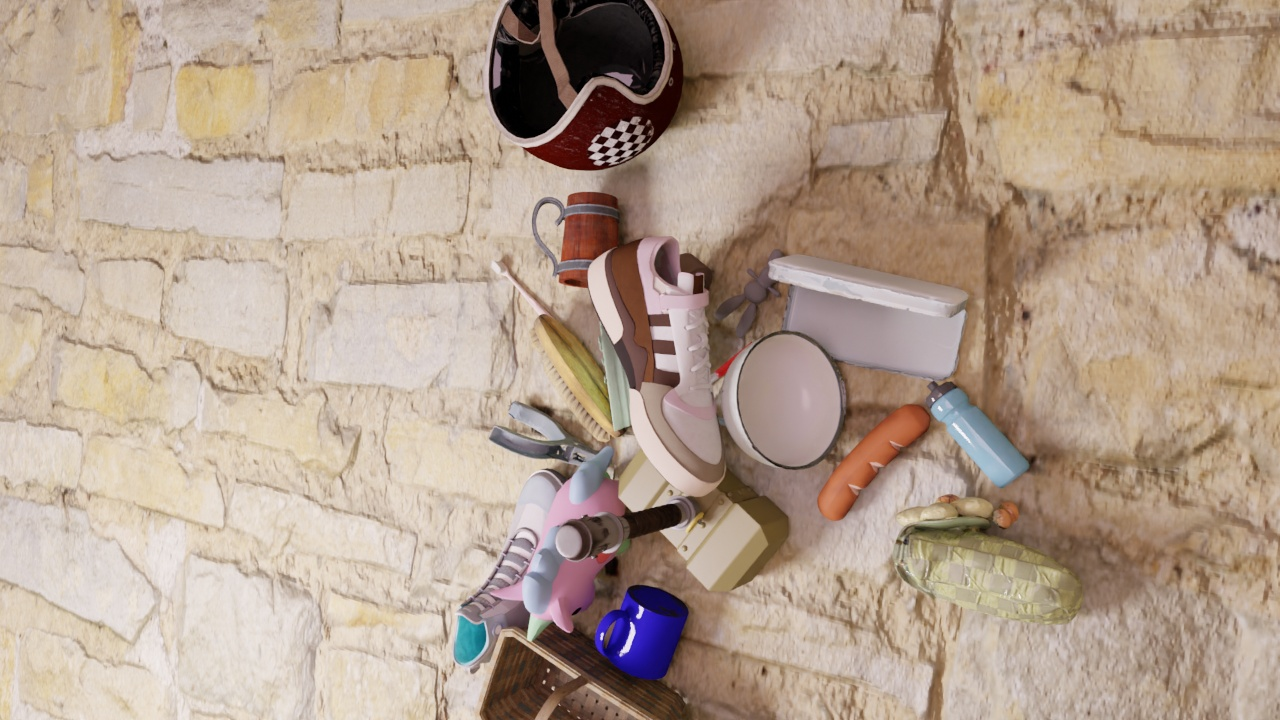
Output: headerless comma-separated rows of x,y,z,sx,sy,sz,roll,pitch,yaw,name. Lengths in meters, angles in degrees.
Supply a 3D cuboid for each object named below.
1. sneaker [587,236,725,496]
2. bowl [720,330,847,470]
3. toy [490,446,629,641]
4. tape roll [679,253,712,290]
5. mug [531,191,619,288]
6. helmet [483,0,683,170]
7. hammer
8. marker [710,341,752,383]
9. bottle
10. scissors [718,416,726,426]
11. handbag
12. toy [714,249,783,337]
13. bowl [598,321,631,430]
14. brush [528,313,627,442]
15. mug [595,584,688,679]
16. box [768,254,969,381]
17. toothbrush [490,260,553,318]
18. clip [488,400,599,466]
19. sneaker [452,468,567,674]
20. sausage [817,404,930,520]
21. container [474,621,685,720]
0.047,-0.004,0.997,0.117,0.111,0.293,-30,72,38,sneaker
0.150,0.046,1.028,0.073,0.153,0.153,-12,81,58,bowl
-0.082,0.220,1.122,0.120,0.170,0.222,17,106,29,toy
0.044,-0.083,1.111,0.030,0.093,0.094,43,108,24,tape roll
-0.082,-0.155,1.182,0.117,0.081,0.111,3,85,-6,mug
-0.074,-0.353,1.095,0.234,0.252,0.233,-52,60,33,helmet
0.013,0.170,0.984,0.190,0.324,0.101,43,109,24,hammer
0.085,0.025,1.124,0.142,0.012,0.013,-39,70,17,marker
0.349,0.073,0.964,0.040,0.040,0.130,-45,68,20,bottle
0.053,0.064,1.149,0.136,0.015,0.055,14,86,24,scissors
0.350,0.196,0.929,0.187,0.113,0.116,11,80,26,handbag
0.138,-0.082,1.095,0.049,0.030,0.112,41,102,9,toy
-0.007,0.007,1.115,0.077,0.151,0.151,-8,83,-1,bowl
-0.084,0.022,1.197,0.043,0.059,0.195,-44,75,32,brush
-0.004,0.328,1.113,0.079,0.111,0.083,30,103,52,mug
0.241,-0.053,0.994,0.211,0.105,0.130,11,97,29,box
-0.148,-0.078,1.262,0.181,0.018,0.016,46,111,22,toothbrush
-0.135,0.092,1.214,0.031,0.168,0.164,-63,30,12,clip
-0.169,0.268,1.179,0.093,0.160,0.257,14,96,29,sneaker
0.255,0.111,1.016,0.044,0.039,0.164,44,109,17,sausage
-0.086,0.435,1.094,0.250,0.186,0.158,25,107,22,container
